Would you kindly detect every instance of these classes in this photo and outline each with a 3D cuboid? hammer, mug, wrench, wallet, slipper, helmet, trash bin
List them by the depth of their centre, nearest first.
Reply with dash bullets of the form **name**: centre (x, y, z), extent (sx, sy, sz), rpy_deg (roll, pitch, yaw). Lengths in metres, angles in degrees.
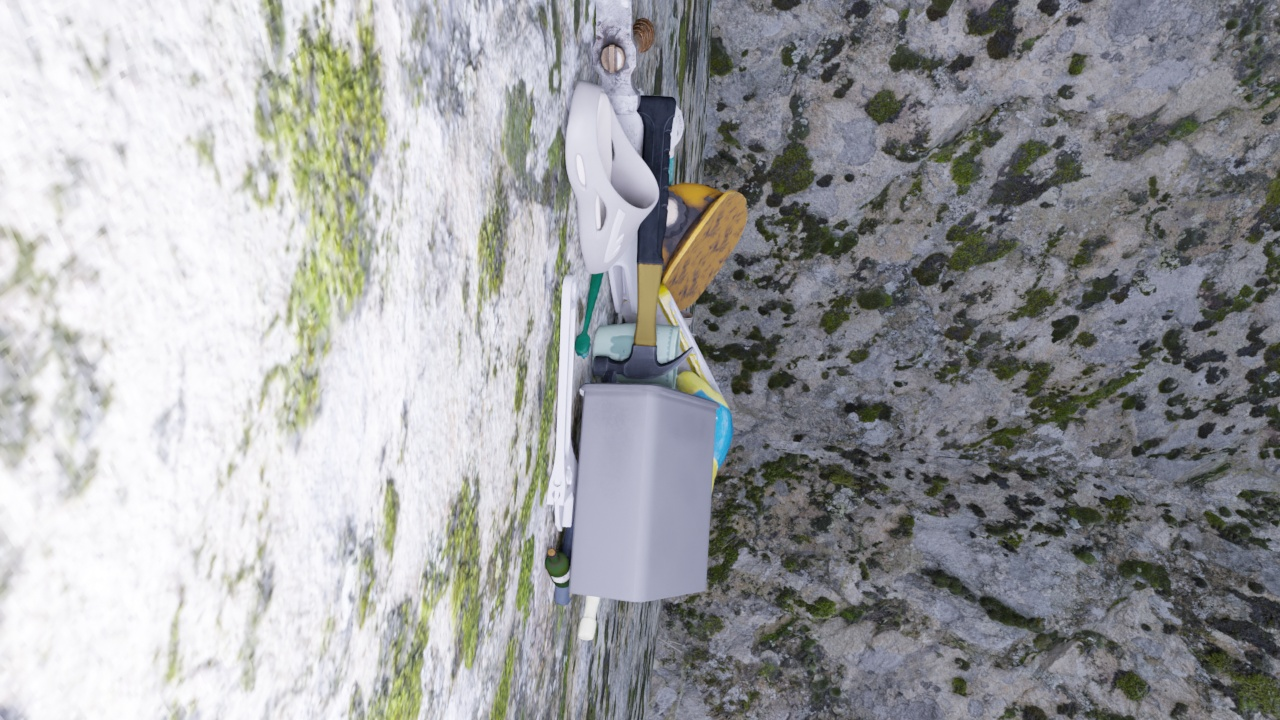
- **slipper**: centre (-0.023, -0.180, 0.950), extent (0.266, 0.081, 0.112), rpy_deg (84, 10, -61)
- **wrench**: centre (-0.076, 0.046, 0.960), extent (0.086, 0.018, 0.273), rpy_deg (-55, 149, -78)
- **trash bin**: centre (0.008, 0.145, 1.021), extent (0.191, 0.098, 0.219), rpy_deg (18, 74, -62)
- **wrench**: centre (-0.064, 0.144, 1.056), extent (0.073, 0.022, 0.273), rpy_deg (34, 66, -73)
- **hammer**: centre (-0.012, -0.370, 1.072), extent (0.318, 0.049, 0.122), rpy_deg (-75, 166, -65)
- **hammer**: centre (0.013, -0.142, 1.087), extent (0.025, 0.118, 0.333), rpy_deg (-59, 153, -83)
- **mug**: centre (-0.007, 0.007, 1.157), extent (0.084, 0.104, 0.111), rpy_deg (72, 24, -75)
- **wallet**: centre (-0.017, -0.140, 1.258), extent (0.118, 0.037, 0.115), rpy_deg (81, 16, -55)
- **helmet**: centre (0.054, -0.194, 1.407), extent (0.205, 0.131, 0.255), rpy_deg (-55, 165, 1)

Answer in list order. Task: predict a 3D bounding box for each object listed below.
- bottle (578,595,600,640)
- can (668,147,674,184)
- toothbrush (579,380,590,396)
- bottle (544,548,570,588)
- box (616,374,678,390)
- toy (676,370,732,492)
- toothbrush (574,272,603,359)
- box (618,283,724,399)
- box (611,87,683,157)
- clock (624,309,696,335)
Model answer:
- **bottle**: centre (-0.057, 0.282, 1.217), extent (0.045, 0.045, 0.184), rpy_deg (88, 9, -49)
- **can**: centre (0.024, -0.313, 1.384), extent (0.054, 0.055, 0.102), rpy_deg (-77, 170, -50)
- **toothbrush**: centre (-0.055, 0.075, 1.136), extent (0.223, 0.027, 0.026), rpy_deg (81, 33, -65)
- **bottle**: centre (-0.087, 0.216, 0.968), extent (0.106, 0.025, 0.025), rpy_deg (84, 13, -62)
- **box**: centre (-0.018, 0.105, 1.278), extent (0.106, 0.127, 0.215), rpy_deg (-144, -129, -59)
- **toy**: centre (0.064, 0.139, 1.210), extent (0.149, 0.084, 0.213), rpy_deg (66, 40, -50)
- **toothbrush**: centre (-0.052, -0.081, 1.063), extent (0.017, 0.016, 0.189), rpy_deg (83, 14, -53)
- **box**: centre (0.054, -0.008, 1.321), extent (0.057, 0.117, 0.210), rpy_deg (-33, 99, -40)
- **box**: centre (0.010, -0.302, 1.170), extent (0.165, 0.092, 0.083), rpy_deg (-53, 146, -62)
- **clock**: centre (0.016, -0.052, 1.438), extent (0.156, 0.103, 0.061), rpy_deg (-10, 115, -57)
